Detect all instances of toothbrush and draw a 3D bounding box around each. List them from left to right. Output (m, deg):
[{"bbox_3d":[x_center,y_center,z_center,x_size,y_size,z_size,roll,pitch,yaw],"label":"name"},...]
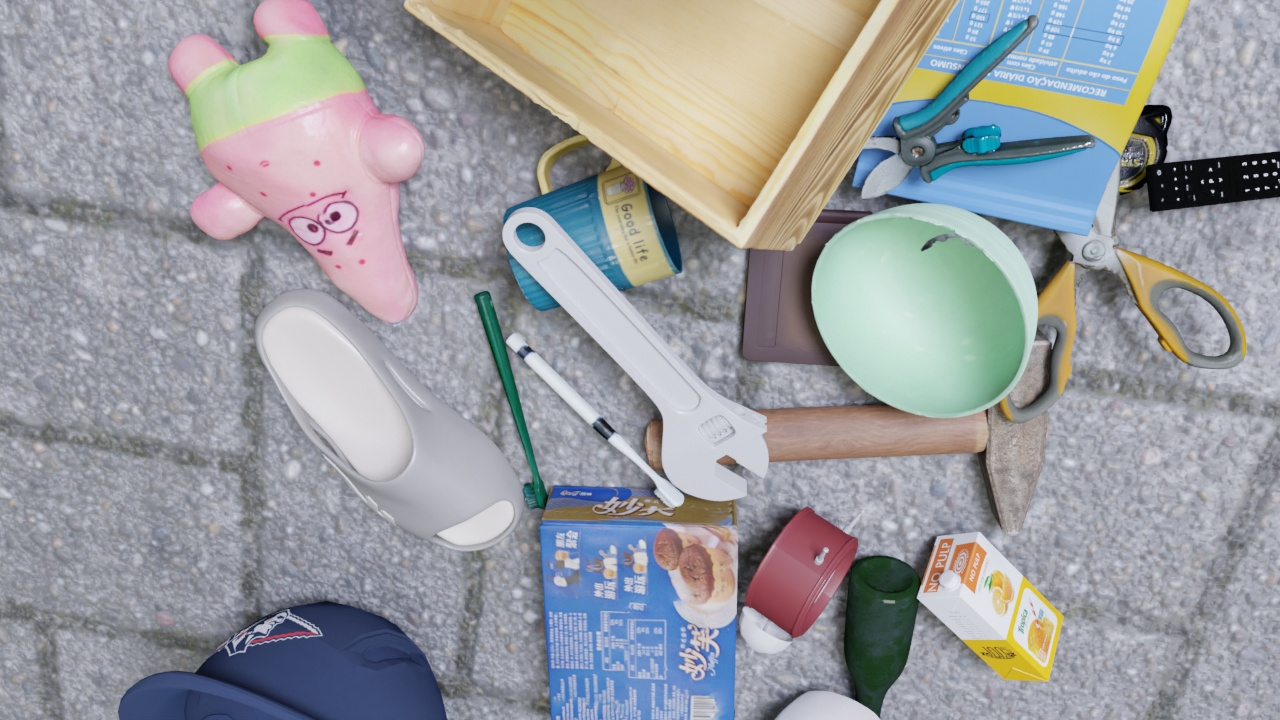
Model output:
[{"bbox_3d":[-0.104,0.036,0.733,0.017,0.016,0.190,-9,109,13],"label":"toothbrush"},{"bbox_3d":[-0.037,0.048,0.713,0.187,0.012,0.017,44,143,2],"label":"toothbrush"}]

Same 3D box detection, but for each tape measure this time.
[{"bbox_3d":[0.318,-0.142,0.617,0.062,0.034,0.061,5,108,6],"label":"tape measure"}]

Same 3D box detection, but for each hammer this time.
[{"bbox_3d":[0.153,0.063,0.707,0.301,0.037,0.158,-3,110,7],"label":"hammer"}]

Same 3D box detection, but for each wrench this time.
[{"bbox_3d":[-0.004,0.004,0.645,0.087,0.018,0.273,-33,115,26],"label":"wrench"}]

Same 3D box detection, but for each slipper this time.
[{"bbox_3d":[-0.204,0.061,0.717,0.113,0.080,0.266,-36,103,13],"label":"slipper"}]

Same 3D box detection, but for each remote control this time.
[{"bbox_3d":[0.393,-0.119,0.603,0.140,0.009,0.030,-8,92,-14],"label":"remote control"}]

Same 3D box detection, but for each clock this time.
[{"bbox_3d":[0.123,0.174,0.718,0.048,0.096,0.138,32,123,24],"label":"clock"}]

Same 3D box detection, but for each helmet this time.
[{"bbox_3d":[-0.273,0.299,0.731,0.233,0.222,0.272,-9,140,23],"label":"helmet"}]

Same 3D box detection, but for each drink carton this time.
[{"bbox_3d":[0.273,0.192,0.719,0.122,0.058,0.040,43,147,-17],"label":"drink carton"}]

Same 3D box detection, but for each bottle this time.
[{"bbox_3d":[0.195,0.246,0.764,0.055,0.055,0.174,1,118,5],"label":"bottle"}]

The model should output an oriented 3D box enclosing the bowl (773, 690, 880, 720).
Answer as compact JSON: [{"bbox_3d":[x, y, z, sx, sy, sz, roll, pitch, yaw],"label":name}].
[{"bbox_3d":[0.161,0.332,0.775,0.116,0.065,0.116,20,135,22],"label":"bowl"}]

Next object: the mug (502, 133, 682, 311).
[{"bbox_3d":[-0.037,-0.101,0.648,0.107,0.083,0.113,-16,86,14],"label":"mug"}]

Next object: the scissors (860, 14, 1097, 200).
[{"bbox_3d":[0.193,-0.145,0.548,0.154,0.019,0.125,8,134,17],"label":"scissors"}]

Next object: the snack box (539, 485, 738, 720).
[{"bbox_3d":[0.001,0.209,0.759,0.155,0.069,0.203,1,110,5],"label":"snack box"}]

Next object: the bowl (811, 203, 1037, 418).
[{"bbox_3d":[0.198,-0.043,0.616,0.151,0.076,0.151,28,137,29],"label":"bowl"}]

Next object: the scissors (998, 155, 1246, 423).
[{"bbox_3d":[0.320,-0.056,0.620,0.216,0.016,0.225,9,108,5],"label":"scissors"}]

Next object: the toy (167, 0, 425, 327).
[{"bbox_3d":[-0.228,-0.125,0.646,0.192,0.096,0.237,-16,116,19],"label":"toy"}]

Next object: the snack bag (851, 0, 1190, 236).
[{"bbox_3d":[0.230,-0.191,0.561,0.159,0.102,0.205,15,114,12],"label":"snack bag"}]

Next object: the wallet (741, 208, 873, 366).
[{"bbox_3d":[0.123,-0.054,0.678,0.091,0.018,0.116,4,109,4],"label":"wallet"}]

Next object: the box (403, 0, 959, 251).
[{"bbox_3d":[-0.005,-0.246,0.416,0.279,0.322,0.284,39,109,21],"label":"box"}]
